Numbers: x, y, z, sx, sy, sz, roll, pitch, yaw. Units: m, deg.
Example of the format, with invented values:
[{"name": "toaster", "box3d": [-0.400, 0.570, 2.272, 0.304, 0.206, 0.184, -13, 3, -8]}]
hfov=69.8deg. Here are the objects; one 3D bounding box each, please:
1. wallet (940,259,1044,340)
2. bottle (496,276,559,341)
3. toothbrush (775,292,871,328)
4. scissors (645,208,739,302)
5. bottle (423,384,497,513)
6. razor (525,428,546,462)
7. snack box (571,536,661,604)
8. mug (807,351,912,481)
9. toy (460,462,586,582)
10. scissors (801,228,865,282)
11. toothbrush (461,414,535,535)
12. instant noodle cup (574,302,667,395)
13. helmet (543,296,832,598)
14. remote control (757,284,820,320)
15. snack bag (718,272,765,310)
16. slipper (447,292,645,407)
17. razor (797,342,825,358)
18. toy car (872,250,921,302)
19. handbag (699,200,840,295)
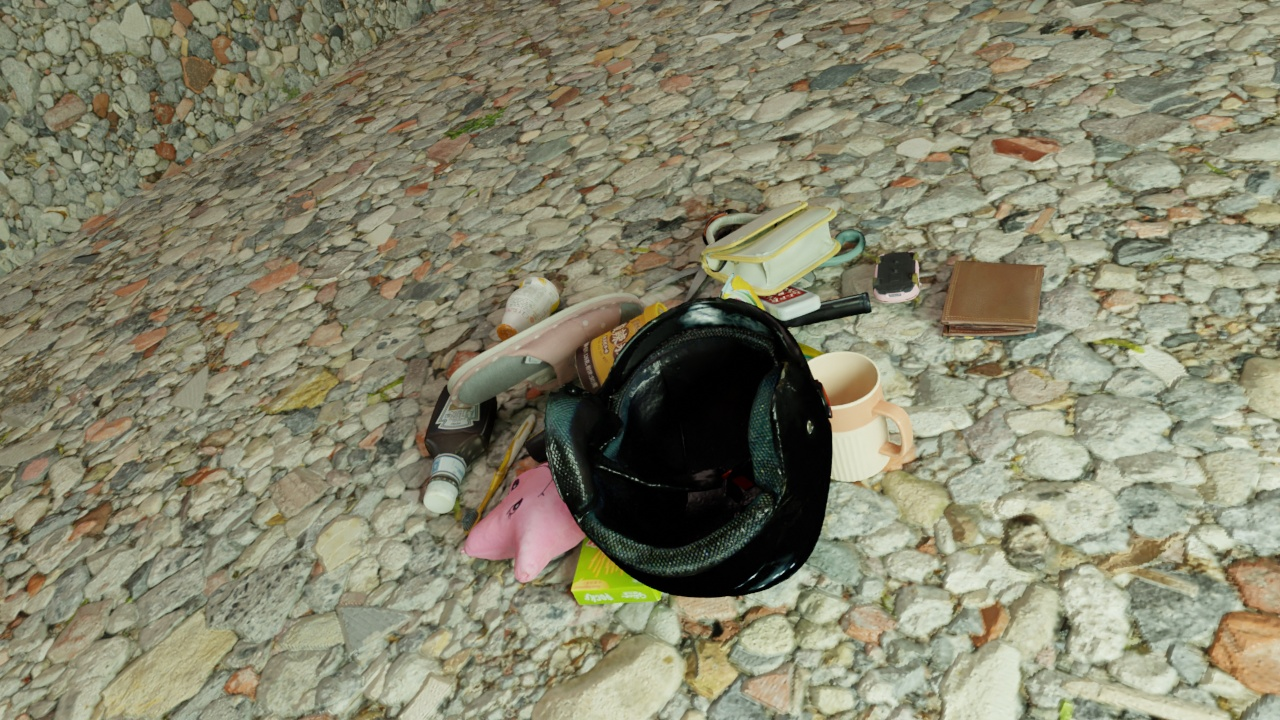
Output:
[{"name": "wallet", "box3d": [0.402, -0.070, 1.042, 0.101, 0.032, 0.124, 4, 43, 26]}, {"name": "bottle", "box3d": [-0.161, -0.069, 1.293, 0.063, 0.063, 0.108, 4, 42, 30]}, {"name": "toothbrush", "box3d": [0.176, -0.051, 1.133, 0.213, 0.026, 0.027, -11, 62, 15]}, {"name": "scissors", "box3d": [0.116, -0.155, 1.300, 0.228, 0.022, 0.220, -10, 37, 15]}, {"name": "bottle", "box3d": [-0.226, 0.102, 1.124, 0.080, 0.044, 0.194, -6, 39, 9]}, {"name": "razor", "box3d": [-0.068, 0.073, 1.038, 0.168, 0.062, 0.067, -30, 18, 34]}, {"name": "snack box", "box3d": [-0.012, 0.176, 0.935, 0.086, 0.026, 0.156, -8, 38, 19]}, {"name": "mug", "box3d": [0.214, 0.060, 0.902, 0.115, 0.106, 0.081, 18, 51, 41]}, {"name": "toy", "box3d": [-0.108, 0.164, 0.946, 0.178, 0.074, 0.194, -30, 19, 5]}, {"name": "scissors", "box3d": [0.211, -0.150, 1.227, 0.169, 0.019, 0.171, -20, 35, -18]}, {"name": "toothbrush", "box3d": [-0.165, 0.128, 1.081, 0.016, 0.018, 0.190, 0, 41, 24]}, {"name": "instant noodle cup", "box3d": [-0.006, 0.006, 1.082, 0.114, 0.118, 0.118, -22, 35, 12]}, {"name": "helmet", "box3d": [0.058, 0.083, 0.830, 0.234, 0.230, 0.274, -6, 49, 23]}, {"name": "remote control", "box3d": [0.172, -0.077, 1.138, 0.056, 0.020, 0.136, -19, 18, -9]}, {"name": "snack bag", "box3d": [0.088, -0.007, 1.050, 0.039, 0.110, 0.190, 3, 42, 35]}, {"name": "slipper", "box3d": [-0.107, -0.005, 1.138, 0.273, 0.114, 0.054, -25, 65, -19]}, {"name": "razor", "box3d": [0.200, -0.001, 1.058, 0.043, 0.028, 0.133, -41, 38, -20]}, {"name": "toy car", "box3d": [0.313, -0.100, 1.120, 0.056, 0.037, 0.122, -3, 27, 19]}, {"name": "handbag", "box3d": [0.149, -0.161, 1.193, 0.163, 0.063, 0.179, -33, 38, -32]}]
